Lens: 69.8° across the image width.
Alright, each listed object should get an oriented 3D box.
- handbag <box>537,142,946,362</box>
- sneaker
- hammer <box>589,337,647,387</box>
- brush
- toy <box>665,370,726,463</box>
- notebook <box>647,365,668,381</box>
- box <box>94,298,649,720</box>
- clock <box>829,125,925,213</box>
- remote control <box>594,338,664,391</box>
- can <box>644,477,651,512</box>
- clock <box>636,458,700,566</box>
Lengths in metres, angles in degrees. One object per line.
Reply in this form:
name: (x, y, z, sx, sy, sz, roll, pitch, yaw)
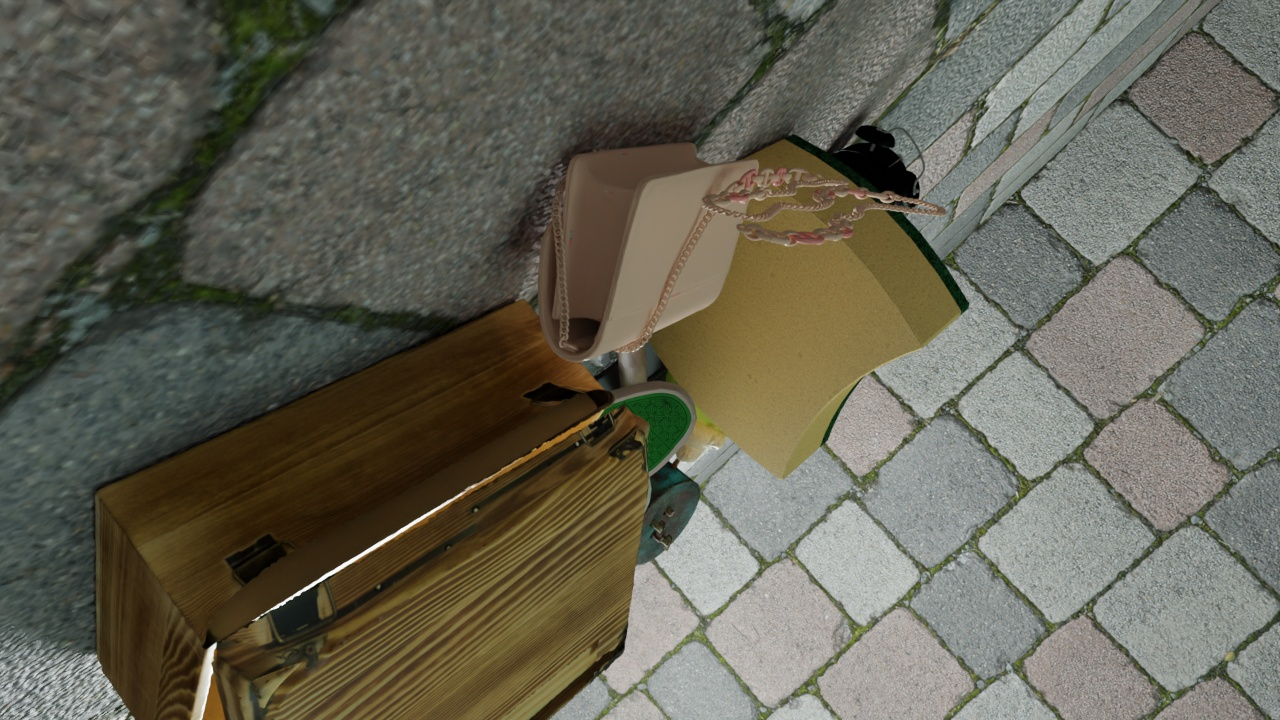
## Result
handbag: (0.047, -0.045, 0.519, 0.198, 0.187, 0.117, -26, 131, -56)
sneaker: (-0.058, 0.076, 0.786, 0.236, 0.084, 0.079, -31, -156, 17)
hammer: (-0.008, 0.000, 0.785, 0.098, 0.052, 0.329, -39, 163, -12)
brush: (0.123, -0.038, 0.773, 0.075, 0.195, 0.251, -33, 165, -37)
toy: (0.059, 0.046, 0.915, 0.115, 0.092, 0.046, -61, 171, 11)
notebook: (-0.021, 0.083, 0.997, 0.209, 0.029, 0.169, -38, 147, 2)
box: (-0.133, 0.137, 0.550, 0.278, 0.220, 0.259, -29, 160, -42)
clock: (0.211, -0.166, 0.857, 0.042, 0.091, 0.121, -15, 165, -44)
remote control: (-0.005, 0.005, 0.907, 0.124, 0.009, 0.046, -43, 127, 0)
can: (-0.052, 0.114, 0.905, 0.088, 0.088, 0.140, -42, 143, 0)
clock: (-0.002, 0.178, 1.013, 0.157, 0.073, 0.121, -38, 149, -23)
